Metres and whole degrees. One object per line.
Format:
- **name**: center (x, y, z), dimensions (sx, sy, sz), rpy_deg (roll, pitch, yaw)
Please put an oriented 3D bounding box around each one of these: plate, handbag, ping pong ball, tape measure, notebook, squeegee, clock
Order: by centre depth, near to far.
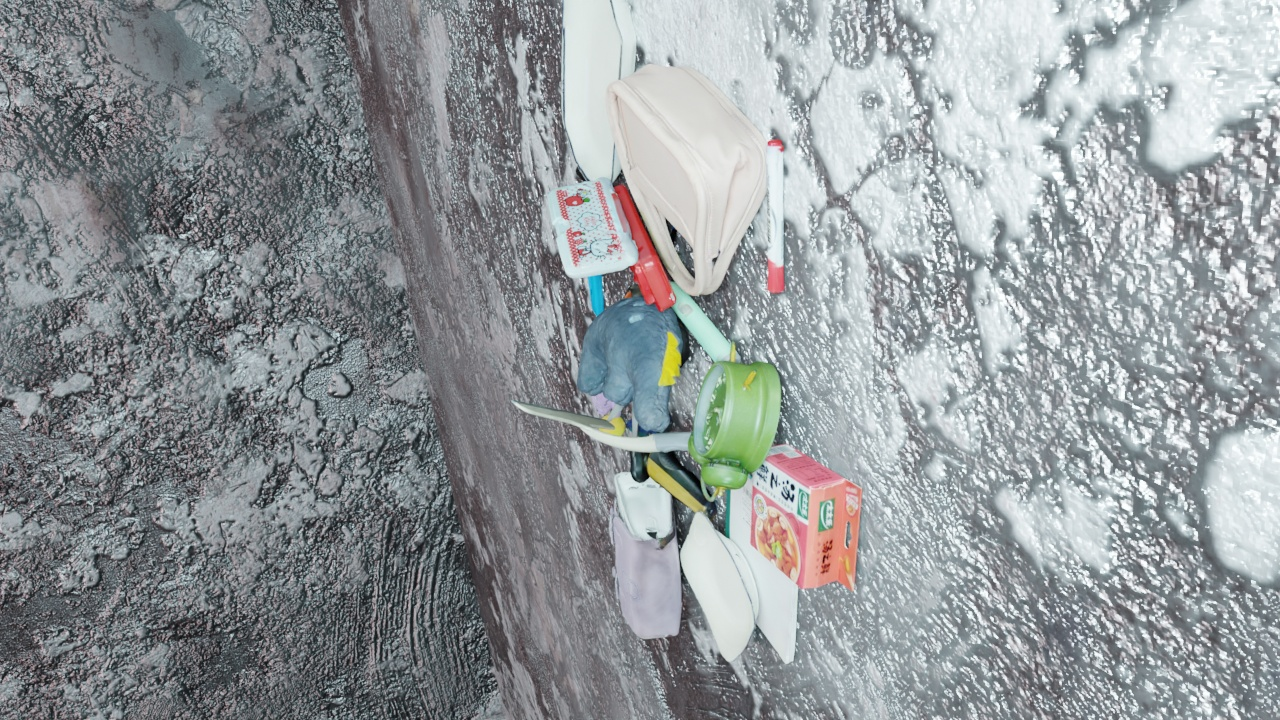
- **handbag**: center (0.044, -0.166, 0.949), dimensions (0.193, 0.093, 0.235), rpy_deg (55, 157, 37)
- **clock**: center (0.092, 0.070, 0.950), dimensions (0.116, 0.056, 0.161), rpy_deg (-112, 35, -70)
- **squeegee**: center (0.014, 0.089, 1.071), dimensions (0.246, 0.247, 0.039), rpy_deg (21, -105, -66)
- **notebook**: center (0.141, 0.235, 1.090), dimensions (0.150, 0.012, 0.209), rpy_deg (-135, 35, -52)
- **plate**: center (-0.049, -0.335, 1.106), dimensions (0.162, 0.034, 0.266), rpy_deg (55, 153, 39)
- **plate**: center (0.105, 0.279, 1.147), dimensions (0.164, 0.034, 0.164), rpy_deg (103, 146, -52)
- **tape measure**: center (0.015, 0.087, 1.231), dimensions (0.058, 0.054, 0.025), rpy_deg (20, 123, 52)
- **handbag**: center (0.008, 0.273, 1.289), dimensions (0.144, 0.098, 0.197), rpy_deg (-109, 14, -55)
- **ping pong ball**: center (-0.044, 0.102, 1.402), dimensions (0.040, 0.040, 0.040), rpy_deg (50, 148, 46)

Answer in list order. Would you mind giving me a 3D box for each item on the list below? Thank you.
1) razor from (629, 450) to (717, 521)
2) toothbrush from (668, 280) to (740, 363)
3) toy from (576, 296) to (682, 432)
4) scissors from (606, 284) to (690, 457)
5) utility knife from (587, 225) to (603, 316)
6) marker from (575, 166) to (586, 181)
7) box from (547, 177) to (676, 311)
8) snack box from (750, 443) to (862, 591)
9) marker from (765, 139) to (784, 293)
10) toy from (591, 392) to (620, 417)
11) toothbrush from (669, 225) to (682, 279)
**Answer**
- **razor**: center (0.043, 0.161, 1.218), dimensions (0.062, 0.067, 0.167), rpy_deg (39, 179, -43)
- **toothbrush**: center (0.050, -0.065, 1.074), dimensions (0.027, 0.026, 0.224), rpy_deg (41, -169, -50)
- **toy**: center (-0.013, -0.010, 1.079), dimensions (0.138, 0.091, 0.356), rpy_deg (-66, 18, 1)
- **scissors**: center (0.000, 0.009, 1.187), dimensions (0.231, 0.021, 0.220), rpy_deg (-23, 71, 56)
- **utility knife**: center (-0.065, -0.102, 1.340), dimensions (0.034, 0.018, 0.210), rpy_deg (43, 145, 51)
- **marker**: center (-0.051, -0.225, 1.210), dimensions (0.020, 0.022, 0.132), rpy_deg (32, -167, -44)
- **box**: center (-0.039, -0.132, 1.053), dimensions (0.201, 0.100, 0.112), rpy_deg (-109, -6, -52)
- **snack box**: center (0.162, 0.159, 0.921), dimensions (0.127, 0.044, 0.113), rpy_deg (-149, 55, -60)
- **marker**: center (0.126, -0.132, 0.855), dimensions (0.017, 0.017, 0.145), rpy_deg (41, 142, 54)
- **toy**: center (-0.048, 0.050, 1.374), dimensions (0.108, 0.039, 0.083), rpy_deg (152, 117, -68)
- **toothbrush**: center (0.042, -0.177, 1.035), dimensions (0.014, 0.016, 0.190), rpy_deg (-129, 33, -50)
